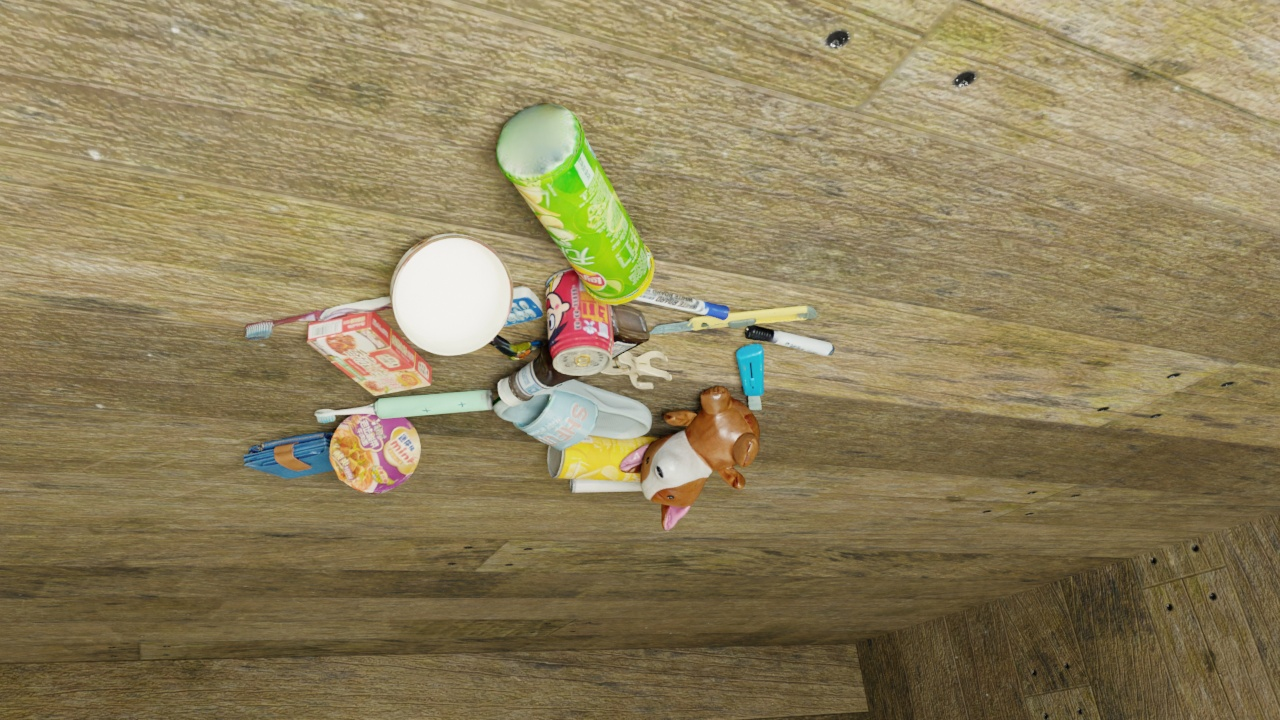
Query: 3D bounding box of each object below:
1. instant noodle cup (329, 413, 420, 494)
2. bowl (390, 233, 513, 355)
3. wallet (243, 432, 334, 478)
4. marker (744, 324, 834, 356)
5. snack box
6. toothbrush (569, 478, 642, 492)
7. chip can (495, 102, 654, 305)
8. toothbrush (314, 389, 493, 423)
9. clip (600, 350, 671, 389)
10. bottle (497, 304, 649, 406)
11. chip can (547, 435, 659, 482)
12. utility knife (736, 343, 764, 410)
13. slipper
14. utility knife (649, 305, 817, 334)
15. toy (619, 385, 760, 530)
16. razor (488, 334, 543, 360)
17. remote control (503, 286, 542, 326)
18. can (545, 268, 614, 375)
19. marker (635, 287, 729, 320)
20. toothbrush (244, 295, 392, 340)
[{"bbox_3d":[-0.350,0.127,1.210,0.111,0.111,0.099,2,163,-17],"label":"instant noodle cup"},{"bbox_3d":[-0.182,-0.067,0.866,0.113,0.113,0.062,8,-167,-27],"label":"bowl"},{"bbox_3d":[-0.462,0.134,1.271,0.133,0.040,0.106,-13,158,12],"label":"wallet"},{"bbox_3d":[0.181,-0.023,1.106,0.130,0.018,0.023,12,158,-31],"label":"marker"},{"bbox_3d":[-0.300,-0.006,1.029,0.075,0.025,0.153,-10,154,9],"label":"snack box"},{"bbox_3d":[-0.006,0.203,1.518,0.221,0.026,0.027,1,119,-14],"label":"toothbrush"},{"bbox_3d":[-0.050,-0.127,0.782,0.073,0.072,0.221,-12,153,12],"label":"chip can"},{"bbox_3d":[-0.299,0.059,1.160,0.224,0.026,0.027,-5,125,-2],"label":"toothbrush"},{"bbox_3d":[0.004,0.003,1.090,0.081,0.034,0.104,-18,158,20],"label":"clip"},{"bbox_3d":[-0.083,-0.002,1.038,0.195,0.044,0.079,-29,159,30],"label":"bottle"},{"bbox_3d":[-0.024,0.143,1.339,0.213,0.072,0.072,6,152,-23],"label":"chip can"},{"bbox_3d":[0.148,0.028,1.205,0.034,0.018,0.207,-9,155,6],"label":"utility knife"},{"bbox_3d":[-0.085,0.080,1.197,0.245,0.074,0.104,16,148,-40],"label":"slipper"},{"bbox_3d":[0.107,-0.047,1.051,0.195,0.020,0.031,-2,148,3],"label":"utility knife"},{"bbox_3d":[0.070,0.133,1.250,0.200,0.140,0.130,-38,164,25],"label":"toy"},{"bbox_3d":[-0.148,-0.018,1.006,0.043,0.022,0.142,-15,167,12],"label":"razor"},{"bbox_3d":[-0.167,-0.050,0.968,0.125,0.024,0.049,-13,153,11],"label":"remote control"},{"bbox_3d":[-0.062,-0.038,0.935,0.066,0.093,0.067,-5,154,-3],"label":"can"},{"bbox_3d":[0.034,-0.065,0.990,0.145,0.016,0.017,11,150,-30],"label":"marker"},{"bbox_3d":[-0.326,-0.045,0.953,0.188,0.017,0.016,-10,155,9],"label":"toothbrush"}]
